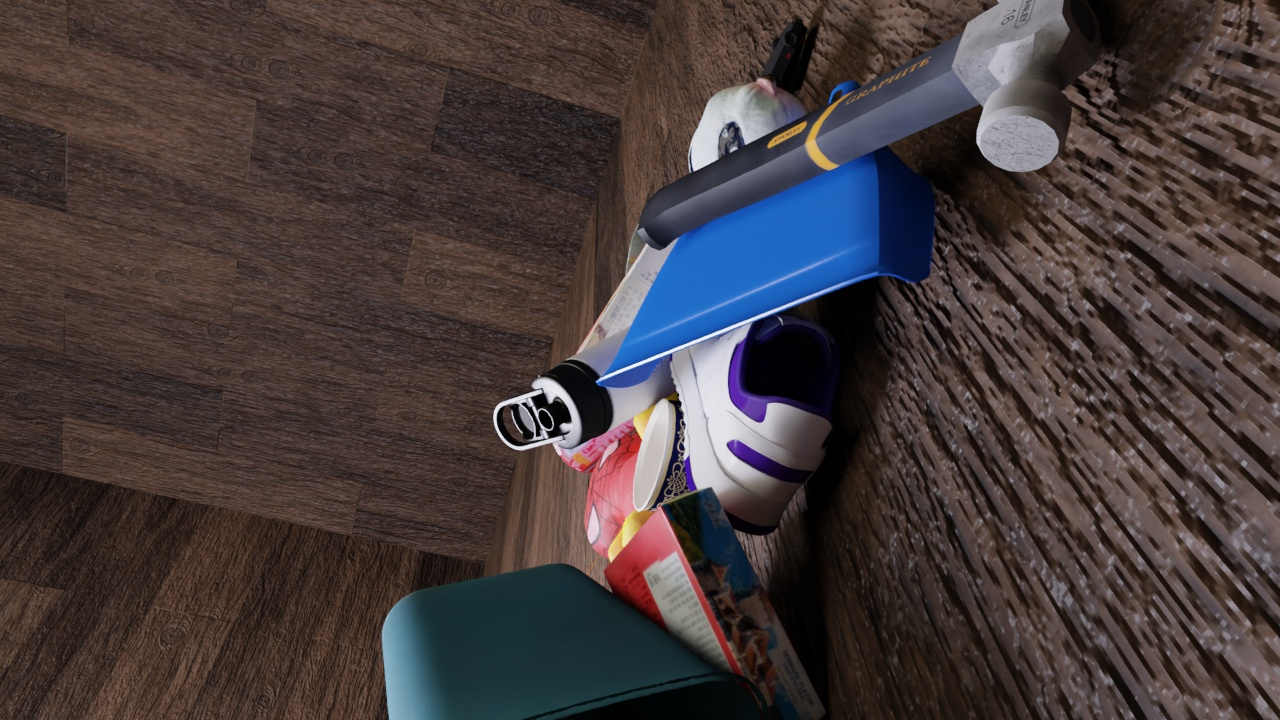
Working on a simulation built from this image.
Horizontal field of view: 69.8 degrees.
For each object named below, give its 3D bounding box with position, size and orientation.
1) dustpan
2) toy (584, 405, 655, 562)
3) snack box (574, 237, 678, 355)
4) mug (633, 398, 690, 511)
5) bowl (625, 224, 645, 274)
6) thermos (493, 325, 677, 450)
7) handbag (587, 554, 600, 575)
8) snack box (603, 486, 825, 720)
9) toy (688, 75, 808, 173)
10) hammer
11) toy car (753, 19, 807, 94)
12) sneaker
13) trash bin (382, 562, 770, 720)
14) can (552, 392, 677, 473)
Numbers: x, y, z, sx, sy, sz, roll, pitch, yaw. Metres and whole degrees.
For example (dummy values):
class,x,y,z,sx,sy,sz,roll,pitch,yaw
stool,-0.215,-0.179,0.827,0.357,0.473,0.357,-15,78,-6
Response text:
class,x,y,z,sx,sy,sz,roll,pitch,yaw
dustpan,0.099,-0.104,0.604,0.246,0.059,0.257,-22,41,49
toy,0.009,0.122,0.836,0.147,0.099,0.217,-66,8,-15
snack box,0.031,-0.080,0.850,0.272,0.076,0.044,-59,10,-6
mug,0.050,0.073,0.703,0.111,0.089,0.086,-89,17,-53
bowl,0.057,-0.078,0.920,0.173,0.068,0.174,-7,-81,-57
thermos,-0.004,0.004,0.755,0.101,0.229,0.068,-16,100,50
handbag,-0.034,0.266,0.917,0.043,0.093,0.195,133,155,-58
snack box,0.038,0.171,0.576,0.145,0.040,0.143,63,153,19
toy,0.098,-0.140,0.768,0.139,0.101,0.179,-15,79,64
hammer,0.099,-0.119,0.519,0.313,0.035,0.139,-17,41,52
toy car,0.138,-0.282,0.885,0.092,0.036,0.042,-65,13,4
sneaker,0.085,-0.002,0.641,0.243,0.091,0.111,-87,22,-54
trash bin,-0.060,0.239,0.549,0.219,0.199,0.197,-157,63,-65
can,-0.028,0.055,0.920,0.125,0.066,0.066,-41,25,24
